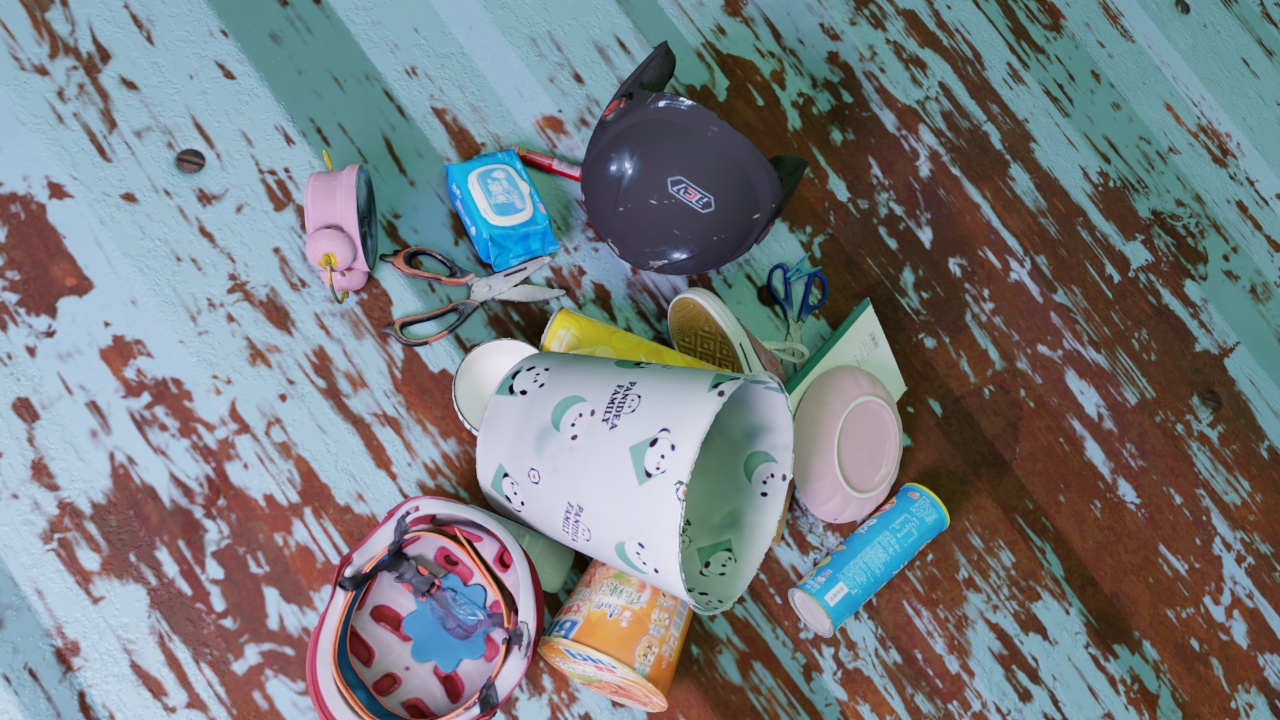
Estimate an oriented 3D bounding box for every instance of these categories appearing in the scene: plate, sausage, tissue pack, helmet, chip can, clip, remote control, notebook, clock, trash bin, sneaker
[{"bbox_3d":[0.257,0.101,1.097,0.192,0.039,0.192,-1,92,-38],"label":"plate"},{"bbox_3d":[-0.101,-0.242,1.151,0.156,0.020,0.020,18,70,-11],"label":"sausage"},{"bbox_3d":[-0.164,-0.182,1.088,0.094,0.052,0.157,-20,72,-23],"label":"tissue pack"},{"bbox_3d":[0.047,-0.208,1.055,0.233,0.274,0.230,35,95,-12],"label":"helmet"},{"bbox_3d":[-0.199,0.261,0.908,0.207,0.144,0.240,40,86,13],"label":"helmet"},{"bbox_3d":[-0.006,0.006,1.049,0.213,0.072,0.072,22,68,6],"label":"chip can"},{"bbox_3d":[0.210,-0.119,1.195,0.055,0.013,0.037,-32,81,-26],"label":"clip"},{"bbox_3d":[-0.141,0.207,1.005,0.136,0.020,0.055,24,68,-8],"label":"remote control"},{"bbox_3d":[0.249,0.042,1.122,0.208,0.012,0.150,-44,118,-29],"label":"notebook"},{"bbox_3d":[-0.327,-0.139,1.005,0.060,0.117,0.158,-4,72,-7],"label":"clock"},{"bbox_3d":[0.272,0.234,1.090,0.209,0.071,0.071,-35,86,-22],"label":"chip can"},{"bbox_3d":[-0.010,0.101,0.909,0.252,0.229,0.229,12,64,31],"label":"trash bin"},{"bbox_3d":[0.124,0.001,1.097,0.241,0.119,0.087,51,45,-18],"label":"sneaker"}]

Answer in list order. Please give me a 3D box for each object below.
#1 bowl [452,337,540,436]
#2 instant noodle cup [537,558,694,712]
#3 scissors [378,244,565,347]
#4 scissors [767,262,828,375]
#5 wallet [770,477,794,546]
[{"bbox_3d":[-0.153,0.039,1.027,0.116,0.066,0.116,4,73,-14],"label":"bowl"},{"bbox_3d":[-0.019,0.279,0.957,0.151,0.152,0.111,32,60,-5],"label":"instant noodle cup"},{"bbox_3d":[-0.204,-0.083,1.076,0.224,0.015,0.188,28,68,-6],"label":"scissors"},{"bbox_3d":[0.208,-0.048,1.186,0.144,0.012,0.170,-21,81,-21],"label":"scissors"},{"bbox_3d":[0.129,0.157,1.100,0.115,0.020,0.101,21,71,-12],"label":"wallet"}]
